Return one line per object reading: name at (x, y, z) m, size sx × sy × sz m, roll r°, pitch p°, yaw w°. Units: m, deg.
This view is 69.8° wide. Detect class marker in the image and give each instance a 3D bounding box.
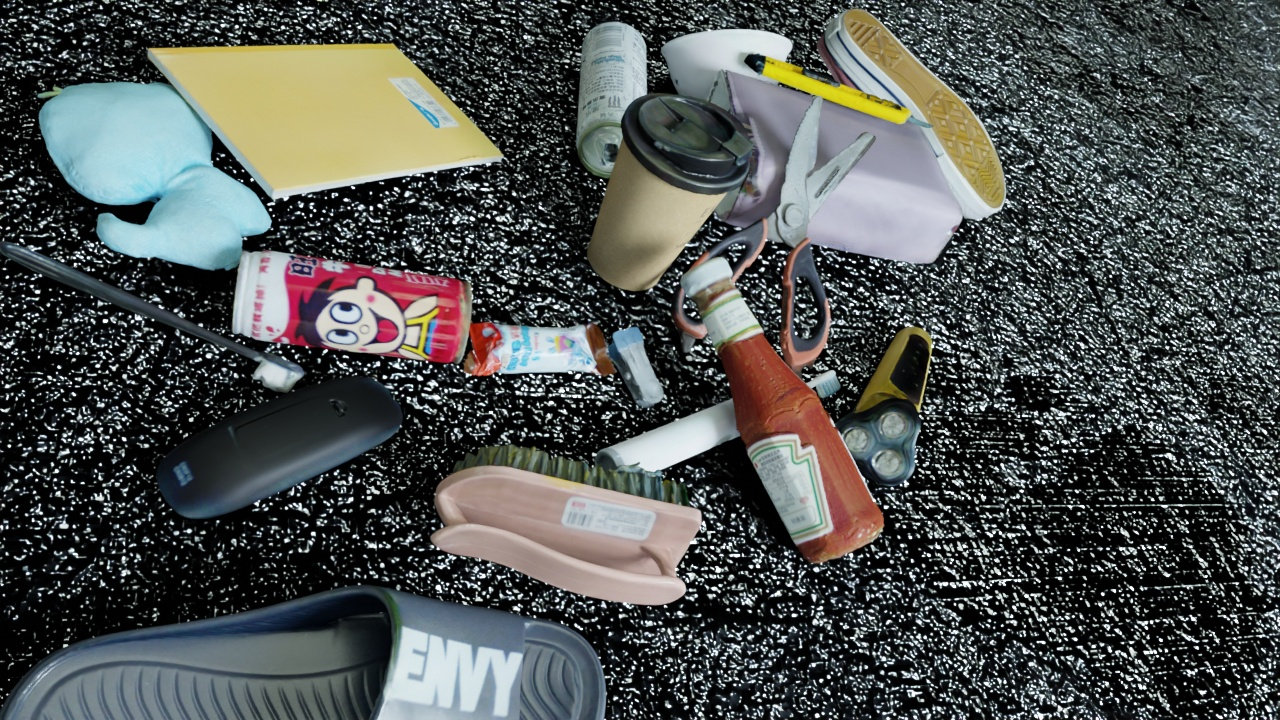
marker at (0.294, -0.125, 0.882) m, size 0.018 × 0.015 × 0.123 m, roll 30°, pitch 48°, yaw 6°

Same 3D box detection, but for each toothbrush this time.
toothbrush at (-0.281, -0.025, 0.526) m, size 0.181 × 0.016 × 0.018 m, roll 26°, pitch 56°, yaw -6°
toothbrush at (0.063, 0.040, 0.632) m, size 0.220 × 0.027 × 0.026 m, roll -18°, pitch 86°, yaw -36°

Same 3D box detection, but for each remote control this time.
remote control at (-0.194, 0.042, 0.507) m, size 0.136 × 0.024 × 0.053 m, roll -27°, pitch 68°, yaw -38°

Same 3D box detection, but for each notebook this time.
notebook at (-0.214, -0.180, 0.658) m, size 0.146 × 0.010 × 0.205 m, roll 46°, pitch 37°, yaw 14°

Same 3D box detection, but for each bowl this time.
bowl at (0.078, -0.253, 0.837) m, size 0.118 × 0.118 × 0.065 m, roll -3°, pitch 95°, yaw -28°

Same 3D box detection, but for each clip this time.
clip at (-0.003, 0.006, 0.632) m, size 0.027 × 0.044 × 0.058 m, roll -11°, pitch 68°, yaw -35°

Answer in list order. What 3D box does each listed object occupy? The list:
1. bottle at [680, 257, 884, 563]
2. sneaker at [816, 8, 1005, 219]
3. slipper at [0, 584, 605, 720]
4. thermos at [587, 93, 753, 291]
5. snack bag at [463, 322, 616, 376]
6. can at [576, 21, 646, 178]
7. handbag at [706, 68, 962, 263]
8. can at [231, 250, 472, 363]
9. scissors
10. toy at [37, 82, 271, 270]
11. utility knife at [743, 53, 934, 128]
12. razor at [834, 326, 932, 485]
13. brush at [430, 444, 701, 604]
bottle at (0.086, 0.029, 0.598) m, size 0.059 × 0.060 × 0.206 m, roll -21°, pitch 80°, yaw -36°
sneaker at (0.253, -0.226, 0.895) m, size 0.241 × 0.088 × 0.118 m, roll 48°, pitch 54°, yaw -1°
slipper at (-0.135, 0.157, 0.406) m, size 0.267 × 0.084 × 0.110 m, roll 5°, pitch 54°, yaw -21°
thermos at (0.014, -0.117, 0.653) m, size 0.093 × 0.144 × 0.092 m, roll 13°, pitch 49°, yaw -16°
snack bag at (-0.069, -0.007, 0.606) m, size 0.105 × 0.026 × 0.045 m, roll 1°, pitch 51°, yaw -28°
can at (-0.023, -0.223, 0.778) m, size 0.058 × 0.058 × 0.146 m, roll 13°, pitch 50°, yaw -16°
handbag at (0.152, -0.154, 0.778) m, size 0.197 × 0.099 × 0.144 m, roll 9°, pitch 39°, yaw -18°
can at (-0.173, -0.032, 0.556) m, size 0.132 × 0.053 × 0.053 m, roll 8°, pitch 51°, yaw -20°
scissors at (0.106, -0.086, 0.687) m, size 0.189 × 0.015 × 0.224 m, roll -13°, pitch 92°, yaw -13°
toy at (-0.302, -0.121, 0.565) m, size 0.156 × 0.050 × 0.161 m, roll 30°, pitch 35°, yaw -15°
utility knife at (0.173, -0.230, 0.785) m, size 0.177 × 0.015 × 0.033 m, roll 18°, pitch 35°, yaw -6°
razor at (0.191, 0.024, 0.685) m, size 0.062 × 0.068 × 0.167 m, roll 36°, pitch 41°, yaw 3°
brush at (-0.043, 0.092, 0.513) m, size 0.145 × 0.063 × 0.073 m, roll 15°, pitch 39°, yaw -13°
